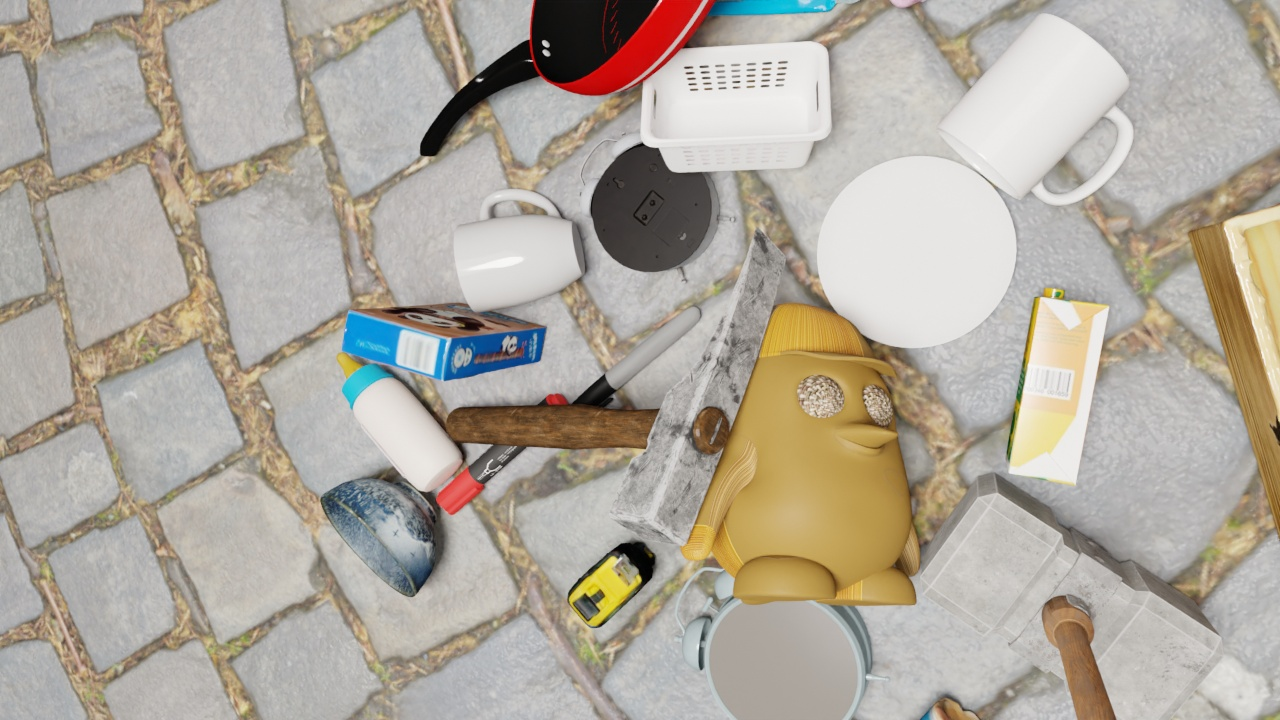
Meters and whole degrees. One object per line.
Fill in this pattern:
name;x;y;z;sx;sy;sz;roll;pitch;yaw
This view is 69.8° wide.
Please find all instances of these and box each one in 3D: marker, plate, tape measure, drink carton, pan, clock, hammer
marker;-0.116;0.079;0.771;0.145;0.021;0.023;-41;73;18
plate;0.195;-0.076;0.653;0.135;0.011;0.134;1;94;20
tape measure;-0.023;0.175;0.718;0.042;0.071;0.072;44;100;7
drink carton;0.274;0.014;0.606;0.041;0.058;0.122;9;97;19
pan;-0.053;-0.251;0.682;0.357;0.067;0.208;-36;49;40
marker;-0.004;0.004;0.731;0.139;0.016;0.022;-39;112;17
clock;0.004;-0.122;0.706;0.122;0.035;0.095;42;106;13
hammer;-0.040;0.016;0.685;0.301;0.037;0.217;-3;56;48
clock;0.099;0.217;0.692;0.159;0.045;0.123;32;103;14
hammer;0.236;0.163;0.493;0.163;0.317;0.083;34;104;14

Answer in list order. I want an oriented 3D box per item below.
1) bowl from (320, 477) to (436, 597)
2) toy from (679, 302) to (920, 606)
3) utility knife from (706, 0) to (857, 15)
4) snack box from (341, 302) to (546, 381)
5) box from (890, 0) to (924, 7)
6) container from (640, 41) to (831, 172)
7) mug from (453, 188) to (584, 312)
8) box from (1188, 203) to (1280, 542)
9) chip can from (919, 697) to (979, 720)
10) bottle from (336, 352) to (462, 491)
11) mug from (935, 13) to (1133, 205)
bowl;-0.211;0.140;0.782;0.114;0.060;0.115;33;147;25
toy;0.116;0.059;0.619;0.163;0.198;0.203;-24;60;56
utility knife;0.082;-0.272;0.678;0.174;0.015;0.031;6;100;18
snack box;-0.145;-0.017;0.706;0.087;0.151;0.034;16;100;18
box;0.166;-0.346;0.624;0.095;0.088;0.202;-31;82;-15
container;0.068;-0.175;0.651;0.129;0.049;0.080;-1;67;8
mug;-0.094;-0.096;0.733;0.089;0.071;0.107;-10;61;6
box;0.474;0.020;0.458;0.258;0.215;0.279;-16;87;18
chip can;0.169;0.347;0.660;0.080;0.079;0.230;41;106;13
bottle;-0.215;0.046;0.789;0.146;0.051;0.051;47;107;11
mug;0.265;-0.152;0.597;0.110;0.073;0.091;37;107;-13
